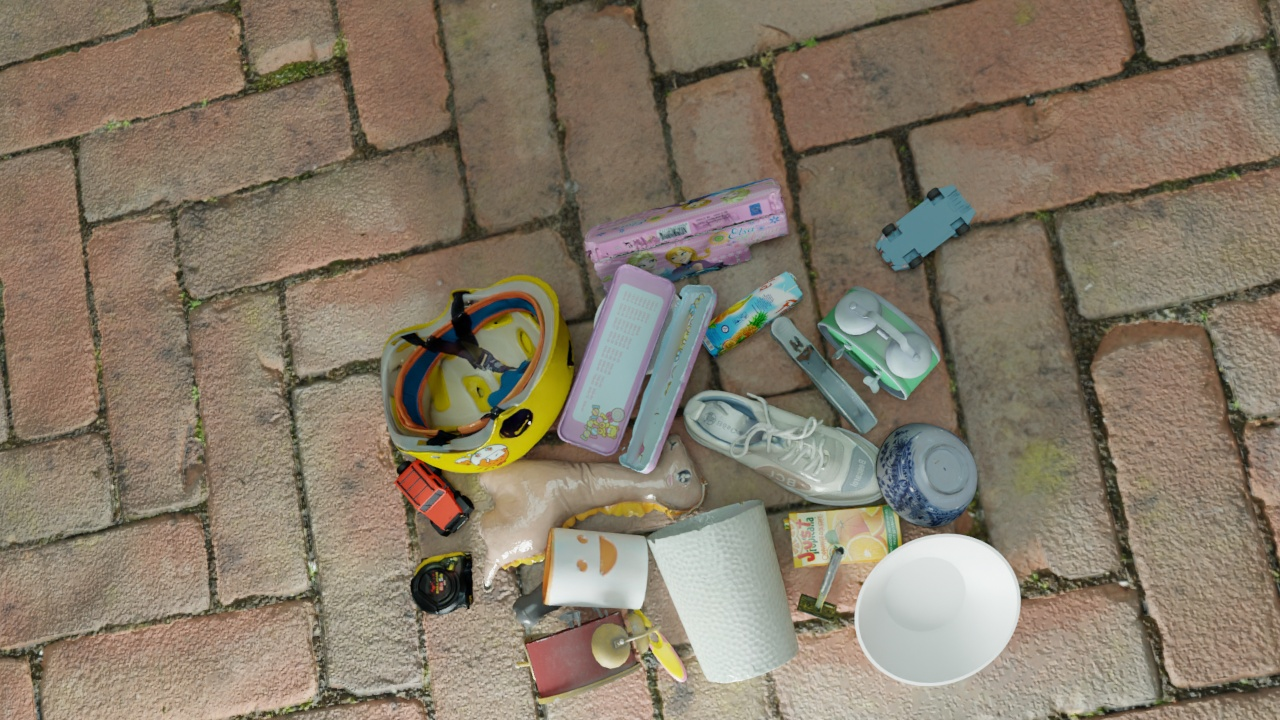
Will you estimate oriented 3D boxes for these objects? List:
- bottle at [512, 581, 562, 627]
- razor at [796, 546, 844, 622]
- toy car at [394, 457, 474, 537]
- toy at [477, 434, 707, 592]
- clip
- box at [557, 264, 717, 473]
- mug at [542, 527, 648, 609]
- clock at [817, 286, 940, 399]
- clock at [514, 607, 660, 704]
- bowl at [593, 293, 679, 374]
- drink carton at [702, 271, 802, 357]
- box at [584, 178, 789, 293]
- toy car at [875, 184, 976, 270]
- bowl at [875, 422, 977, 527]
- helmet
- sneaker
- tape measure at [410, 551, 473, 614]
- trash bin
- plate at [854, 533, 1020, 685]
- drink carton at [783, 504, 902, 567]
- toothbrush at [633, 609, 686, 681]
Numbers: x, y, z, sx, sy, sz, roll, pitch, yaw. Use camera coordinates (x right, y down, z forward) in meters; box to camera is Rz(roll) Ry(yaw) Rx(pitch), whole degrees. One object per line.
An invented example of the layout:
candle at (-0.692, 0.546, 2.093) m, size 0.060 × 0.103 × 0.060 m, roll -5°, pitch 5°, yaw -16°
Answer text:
bottle at (-0.096, 0.265, 1.057) m, size 0.110 × 0.036 × 0.036 m, roll -35°, pitch 79°, yaw 5°
razor at (0.200, 0.237, 0.984) m, size 0.042 × 0.026 × 0.106 m, roll 19°, pitch 129°, yaw 12°
toy car at (-0.248, 0.160, 1.090) m, size 0.051 × 0.049 × 0.100 m, roll -45°, pitch 79°, yaw 3°
toy at (-0.058, 0.177, 1.055) m, size 0.264 × 0.065 × 0.196 m, roll 3°, pitch 94°, yaw 4°
clip at (0.199, 0.014, 1.024) m, size 0.027 × 0.090 × 0.162 m, roll -41°, pitch 93°, yaw 3°
box at (0.000, 0.009, 1.010) m, size 0.140 × 0.062 × 0.214 m, roll 18°, pitch 86°, yaw 30°
mug at (-0.050, 0.227, 1.000) m, size 0.105 × 0.082 × 0.082 m, roll 6°, pitch 85°, yaw -8°
clock at (0.248, -0.019, 0.961) m, size 0.122 × 0.161 × 0.075 m, roll 42°, pitch 91°, yaw 12°
clock at (-0.053, 0.309, 1.001) m, size 0.159 × 0.117 × 0.081 m, roll -24°, pitch 77°, yaw 22°
bowl at (0.004, -0.036, 1.069) m, size 0.110 × 0.040 × 0.110 m, roll -1°, pitch 83°, yaw 10°
drink carton at (0.127, -0.052, 1.048) m, size 0.129 × 0.044 × 0.038 m, roll -34°, pitch 79°, yaw 7°
box at (0.056, -0.134, 1.060) m, size 0.230 × 0.084 × 0.091 m, roll -14°, pitch 110°, yaw 8°
toy car at (0.319, -0.146, 1.031) m, size 0.108 × 0.027 × 0.060 m, roll -38°, pitch 79°, yaw 14°
bowl at (0.312, 0.118, 0.972) m, size 0.114 × 0.045 × 0.114 m, roll 3°, pitch 75°, yaw -13°
helmet at (-0.163, 0.027, 1.037) m, size 0.240 × 0.139 × 0.209 m, roll -32°, pitch 50°, yaw 6°
sneaker at (0.157, 0.096, 1.002) m, size 0.242 × 0.090 × 0.089 m, roll 21°, pitch 87°, yaw 11°
tape measure at (-0.232, 0.263, 1.081) m, size 0.072 × 0.042 × 0.071 m, roll -6°, pitch 84°, yaw 5°
trash bin at (0.094, 0.246, 0.983) m, size 0.133 × 0.133 × 0.161 m, roll -19°, pitch 86°, yaw 8°
plate at (0.307, 0.256, 0.967) m, size 0.174 × 0.036 × 0.174 m, roll -1°, pitch 104°, yaw -3°
drink carton at (0.220, 0.192, 1.005) m, size 0.122 × 0.041 × 0.058 m, roll -7°, pitch 83°, yaw 10°
toothbrush at (0.011, 0.307, 1.044) m, size 0.021 × 0.016 × 0.135 m, roll -36°, pitch 79°, yaw 0°
